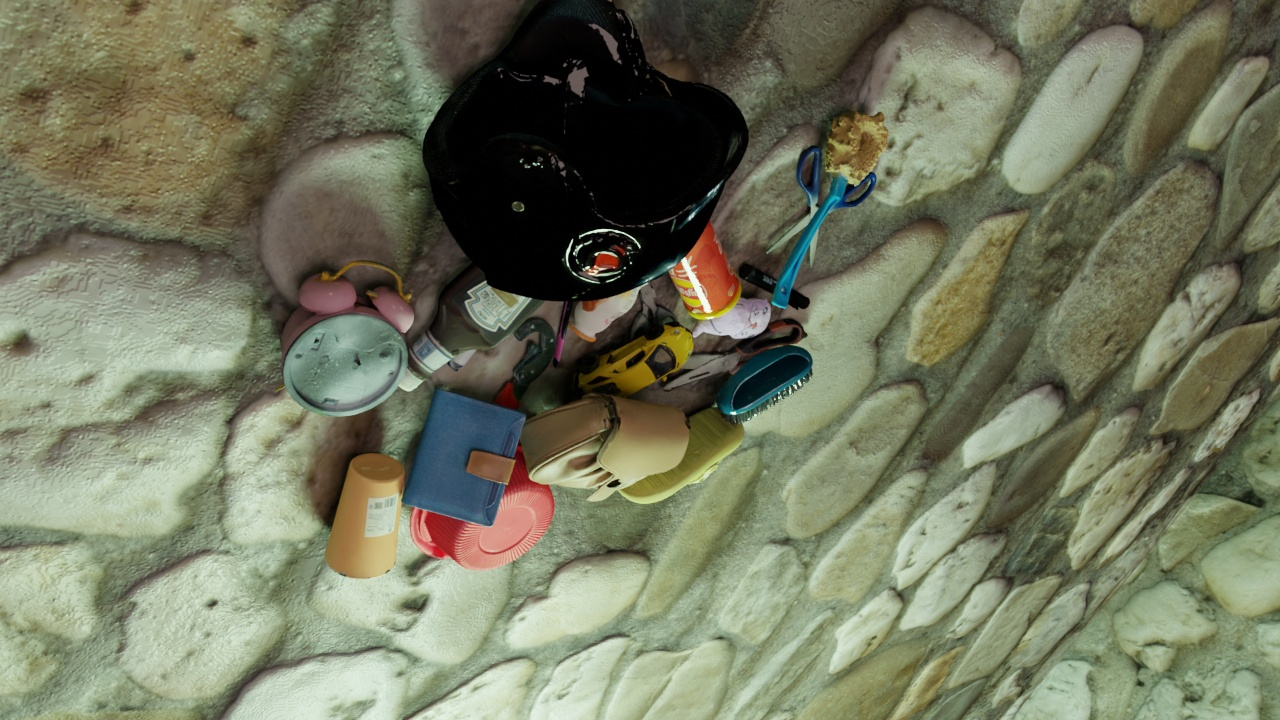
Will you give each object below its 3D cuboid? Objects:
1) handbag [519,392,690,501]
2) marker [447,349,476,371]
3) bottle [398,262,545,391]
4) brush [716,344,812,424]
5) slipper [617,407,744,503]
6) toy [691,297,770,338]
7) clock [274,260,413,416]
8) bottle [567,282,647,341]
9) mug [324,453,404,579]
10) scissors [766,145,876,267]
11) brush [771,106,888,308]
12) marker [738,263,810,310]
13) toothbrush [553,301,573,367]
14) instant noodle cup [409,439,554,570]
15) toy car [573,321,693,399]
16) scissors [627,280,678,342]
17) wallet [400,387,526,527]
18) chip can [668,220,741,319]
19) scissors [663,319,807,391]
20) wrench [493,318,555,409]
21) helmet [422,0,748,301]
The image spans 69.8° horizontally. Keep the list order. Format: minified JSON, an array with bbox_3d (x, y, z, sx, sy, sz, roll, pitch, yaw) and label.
[{"bbox_3d":[-0.039,0.102,1.073,0.148,0.099,0.204,-30,157,28],"label":"handbag"},{"bbox_3d":[-0.160,-0.041,0.978,0.131,0.022,0.018,-51,173,8],"label":"marker"},{"bbox_3d":[-0.177,-0.043,0.943,0.195,0.044,0.080,-40,115,5],"label":"bottle"},{"bbox_3d":[0.161,0.023,1.197,0.143,0.055,0.073,-30,135,-11],"label":"brush"},{"bbox_3d":[0.056,0.136,1.213,0.190,0.091,0.082,-30,137,-16],"label":"slipper"},{"bbox_3d":[0.119,-0.058,1.140,0.107,0.039,0.084,10,123,-38],"label":"toy"},{"bbox_3d":[-0.281,-0.025,0.882,0.117,0.060,0.159,13,116,-39],"label":"clock"},{"bbox_3d":[-0.037,-0.073,1.006,0.063,0.063,0.108,22,108,-42],"label":"bottle"},{"bbox_3d":[-0.299,0.168,1.009,0.078,0.078,0.123,0,118,-34],"label":"mug"},{"bbox_3d":[0.218,-0.191,1.125,0.172,0.012,0.162,-37,135,-5],"label":"scissors"},{"bbox_3d":[0.216,-0.180,1.084,0.083,0.046,0.255,15,104,-43],"label":"brush"},{"bbox_3d":[0.171,-0.092,1.165,0.022,0.020,0.132,-32,145,33],"label":"marker"},{"bbox_3d":[-0.076,-0.072,1.017,0.017,0.014,0.190,-15,132,-40],"label":"toothbrush"},{"bbox_3d":[-0.173,0.180,1.090,0.193,0.066,0.194,-25,138,-25],"label":"instant noodle cup"},{"bbox_3d":[-0.006,0.006,1.088,0.156,0.041,0.071,-28,136,5],"label":"toy car"},{"bbox_3d":[0.015,-0.081,1.074,0.136,0.014,0.175,6,117,-36],"label":"scissors"},{"bbox_3d":[-0.191,0.106,1.001,0.106,0.040,0.133,17,87,-9],"label":"wallet"},{"bbox_3d":[0.046,-0.140,1.007,0.073,0.073,0.217,-37,134,-5],"label":"chip can"},{"bbox_3d":[0.129,0.005,1.211,0.196,0.015,0.215,-45,136,4],"label":"scissors"},{"bbox_3d":[-0.169,0.070,1.059,0.056,0.016,0.274,15,113,-40],"label":"wrench"},{"bbox_3d":[-0.049,-0.163,0.802,0.275,0.232,0.231,8,144,5],"label":"helmet"}]
